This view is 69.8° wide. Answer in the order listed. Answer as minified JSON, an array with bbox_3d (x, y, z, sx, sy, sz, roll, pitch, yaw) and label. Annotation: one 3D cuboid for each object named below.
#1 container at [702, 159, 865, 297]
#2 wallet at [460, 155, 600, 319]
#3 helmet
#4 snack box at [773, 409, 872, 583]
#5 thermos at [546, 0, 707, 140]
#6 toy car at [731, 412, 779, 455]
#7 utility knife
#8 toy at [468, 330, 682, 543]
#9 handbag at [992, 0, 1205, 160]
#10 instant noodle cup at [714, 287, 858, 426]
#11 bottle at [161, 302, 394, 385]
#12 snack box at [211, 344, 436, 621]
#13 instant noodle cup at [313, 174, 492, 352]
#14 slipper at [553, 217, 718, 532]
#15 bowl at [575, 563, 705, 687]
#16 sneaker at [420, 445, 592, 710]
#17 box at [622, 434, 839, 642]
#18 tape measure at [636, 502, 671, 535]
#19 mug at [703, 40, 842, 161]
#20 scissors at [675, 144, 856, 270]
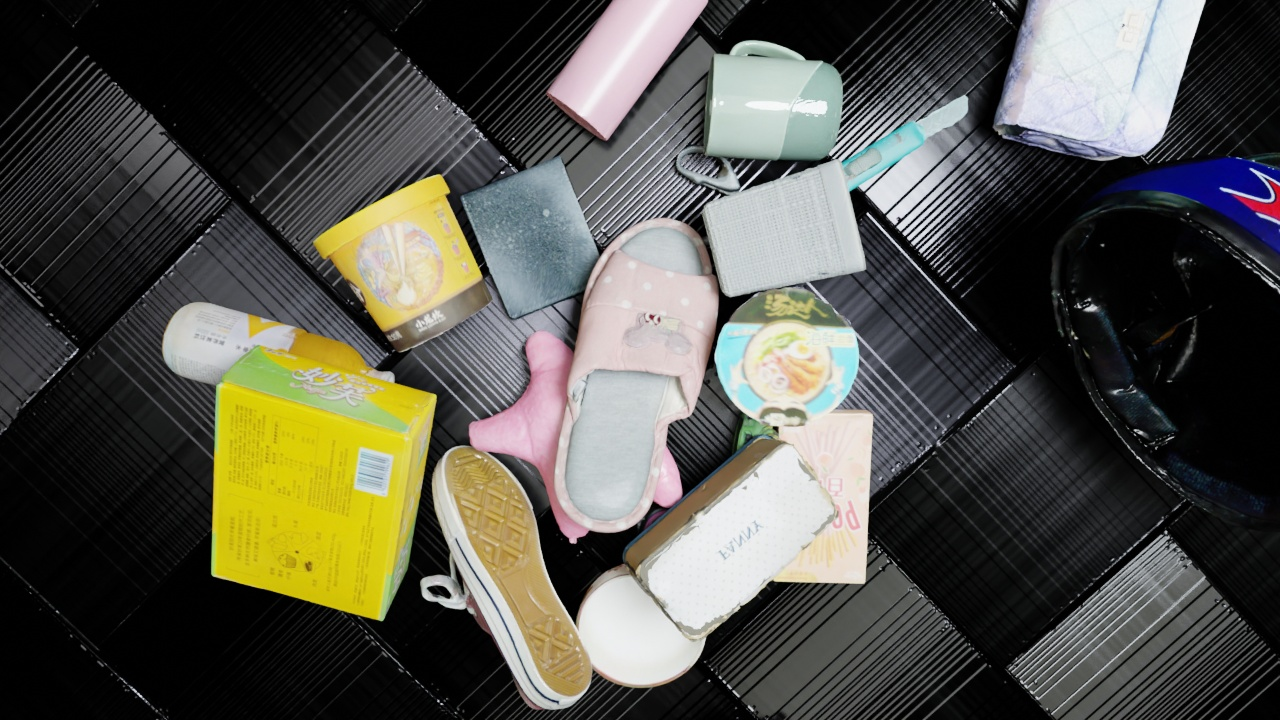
[{"bbox_3d":[0.115,-0.103,0.757,0.114,0.090,0.090,-14,93,7],"label":"container"},{"bbox_3d":[-0.093,-0.107,0.812,0.097,0.019,0.121,-21,97,1],"label":"wallet"},{"bbox_3d":[0.488,-0.039,0.707,0.239,0.248,0.315,-36,94,-25],"label":"helmet"},{"bbox_3d":[0.163,0.122,0.830,0.084,0.026,0.157,1,95,0],"label":"snack box"},{"bbox_3d":[-0.003,-0.290,0.774,0.087,0.067,0.198,38,96,26],"label":"thermos"},{"bbox_3d":[0.101,0.089,0.818,0.036,0.043,0.091,3,95,-4],"label":"toy car"},{"bbox_3d":[0.202,-0.176,0.805,0.196,0.013,0.029,-31,92,4],"label":"utility knife"},{"bbox_3d":[-0.054,0.070,0.801,0.194,0.074,0.178,11,89,2],"label":"toy"},{"bbox_3d":[0.385,-0.272,0.765,0.134,0.075,0.194,13,95,-1],"label":"handbag"},{"bbox_3d":[0.113,-0.006,0.770,0.111,0.120,0.111,0,94,-1],"label":"instant noodle cup"},{"bbox_3d":[-0.311,0.003,0.798,0.189,0.068,0.068,16,95,-1],"label":"bottle"},{"bbox_3d":[-0.269,0.106,0.771,0.157,0.069,0.210,16,120,-2],"label":"snack box"},{"bbox_3d":[-0.192,-0.078,0.771,0.118,0.118,0.114,-28,103,3],"label":"instant noodle cup"},{"bbox_3d":[-0.004,0.004,0.751,0.114,0.054,0.274,16,75,-3],"label":"slipper"},{"bbox_3d":[0.000,0.225,0.818,0.113,0.062,0.113,0,107,-1],"label":"bowl"},{"bbox_3d":[-0.128,0.193,0.796,0.088,0.118,0.241,-39,71,35],"label":"sneaker"},{"bbox_3d":[0.079,0.139,0.756,0.184,0.064,0.090,-37,98,-13],"label":"box"},{"bbox_3d":[0.025,0.155,0.826,0.057,0.039,0.058,-26,95,2],"label":"tape measure"},{"bbox_3d":[0.110,-0.223,0.774,0.106,0.082,0.111,3,64,0],"label":"mug"},{"bbox_3d":[0.101,-0.127,0.804,0.181,0.014,0.159,38,98,2],"label":"scissors"}]
